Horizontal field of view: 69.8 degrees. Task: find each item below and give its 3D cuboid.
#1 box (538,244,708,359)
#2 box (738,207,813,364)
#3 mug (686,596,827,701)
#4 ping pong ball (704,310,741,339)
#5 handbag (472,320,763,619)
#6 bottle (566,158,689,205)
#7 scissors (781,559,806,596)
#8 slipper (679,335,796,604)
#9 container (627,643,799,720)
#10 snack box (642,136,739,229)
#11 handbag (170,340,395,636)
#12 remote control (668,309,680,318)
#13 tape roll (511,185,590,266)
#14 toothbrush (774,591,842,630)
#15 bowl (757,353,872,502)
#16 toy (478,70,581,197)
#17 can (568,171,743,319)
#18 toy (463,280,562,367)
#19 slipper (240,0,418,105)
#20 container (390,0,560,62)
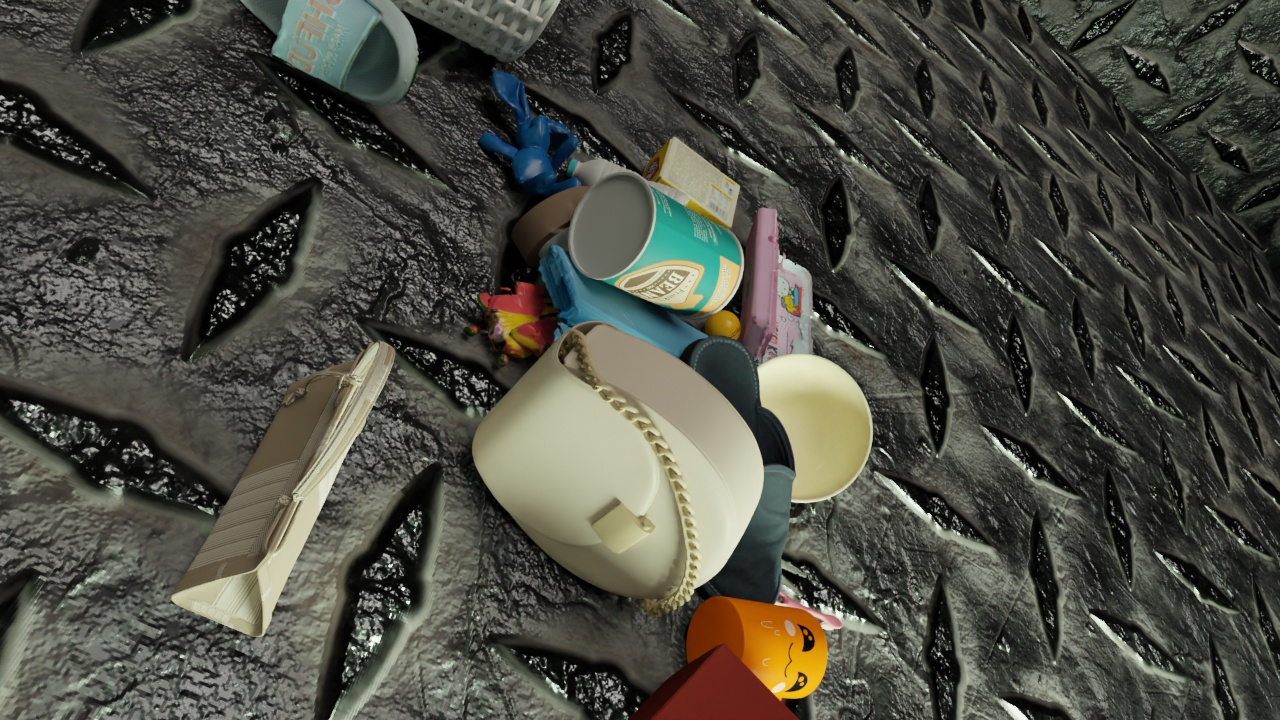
[{"bbox_3d":[0.002,0.002,0.874,0.231,0.060,0.175,28,47,-41],"label":"box"},{"bbox_3d":[0.171,-0.075,1.086,0.101,0.111,0.200,12,50,-3],"label":"box"},{"bbox_3d":[0.097,0.266,0.794,0.095,0.078,0.112,17,83,-31],"label":"mug"},{"bbox_3d":[0.091,-0.035,1.016,0.040,0.040,0.040,22,50,-28],"label":"ping pong ball"},{"bbox_3d":[-0.014,0.082,0.716,0.208,0.211,0.103,44,43,-4],"label":"handbag"},{"bbox_3d":[-0.016,-0.187,1.011,0.136,0.044,0.044,23,46,-1],"label":"bottle"},{"bbox_3d":[0.093,0.182,0.886,0.130,0.014,0.153,-21,74,-47],"label":"scissors"},{"bbox_3d":[0.094,0.103,0.843,0.108,0.084,0.265,1,80,-28],"label":"slipper"},{"bbox_3d":[0.075,0.337,0.688,0.201,0.127,0.147,50,42,9],"label":"container"},{"bbox_3d":[0.054,-0.193,1.078,0.105,0.061,0.083,33,46,-19],"label":"snack box"},{"bbox_3d":[-0.203,0.058,0.581,0.062,0.199,0.175,32,46,-20],"label":"handbag"},{"bbox_3d":[0.044,-0.096,1.024,0.012,0.033,0.130,17,50,-12],"label":"remote control"},{"bbox_3d":[-0.078,-0.131,0.898,0.093,0.094,0.030,-21,77,-46],"label":"tape roll"},{"bbox_3d":[0.141,0.234,0.890,0.135,0.016,0.021,29,46,-18],"label":"toothbrush"},{"bbox_3d":[0.155,0.072,0.951,0.150,0.075,0.150,2,80,-11],"label":"bowl"},{"bbox_3d":[-0.103,-0.219,0.961,0.112,0.071,0.176,14,43,-36],"label":"toy"},{"bbox_3d":[0.017,-0.104,0.867,0.143,0.099,0.099,19,49,-49],"label":"can"},{"bbox_3d":[-0.109,-0.037,0.847,0.084,0.046,0.103,36,38,4],"label":"toy"},{"bbox_3d":[-0.311,-0.317,0.830,0.245,0.104,0.074,39,45,-4],"label":"slipper"},{"bbox_3d":[-0.187,-0.436,0.950,0.186,0.190,0.189,18,51,-32],"label":"container"}]
